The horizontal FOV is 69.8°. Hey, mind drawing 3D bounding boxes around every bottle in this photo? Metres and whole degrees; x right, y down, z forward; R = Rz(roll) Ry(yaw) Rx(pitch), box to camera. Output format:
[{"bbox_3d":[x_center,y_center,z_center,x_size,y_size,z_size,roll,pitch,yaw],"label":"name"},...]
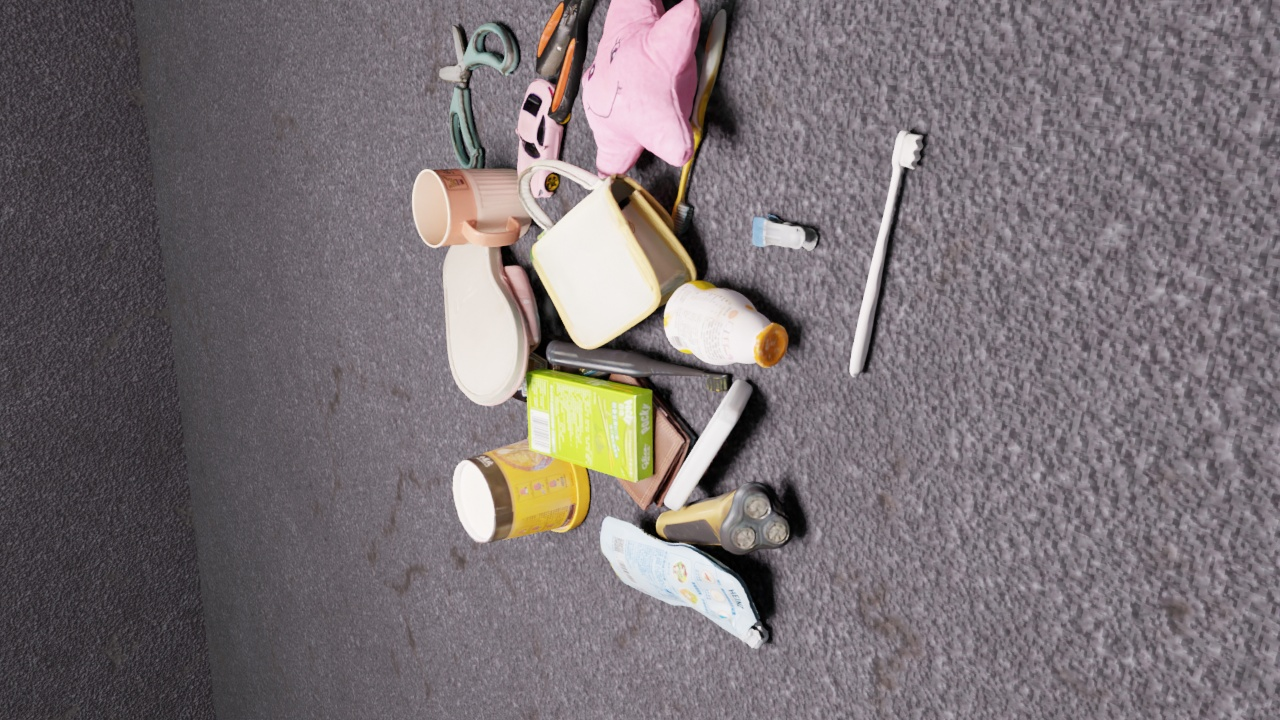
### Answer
[{"bbox_3d":[0.070,-0.026,0.749,0.108,0.063,0.063,25,118,47],"label":"bottle"},{"bbox_3d":[-0.131,0.006,1.033,0.195,0.044,0.080,9,102,52],"label":"bottle"}]

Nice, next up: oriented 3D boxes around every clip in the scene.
[{"bbox_3d":[0.113,-0.099,0.715,0.058,0.036,0.026,22,114,51],"label":"clip"}]

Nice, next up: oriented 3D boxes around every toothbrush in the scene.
[{"bbox_3d":[0.172,-0.070,0.648,0.016,0.016,0.180,27,119,39],"label":"toothbrush"},{"bbox_3d":[0.050,-0.195,0.771,0.018,0.016,0.192,31,123,31],"label":"toothbrush"},{"bbox_3d":[-0.005,0.005,0.862,0.213,0.026,0.027,10,104,38],"label":"toothbrush"}]

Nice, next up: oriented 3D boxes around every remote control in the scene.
[{"bbox_3d":[0.059,0.076,0.800,0.020,0.055,0.136,31,129,4],"label":"remote control"}]

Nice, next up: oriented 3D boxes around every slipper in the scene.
[{"bbox_3d":[-0.165,-0.053,1.015,0.114,0.054,0.274,-44,43,20],"label":"slipper"}]

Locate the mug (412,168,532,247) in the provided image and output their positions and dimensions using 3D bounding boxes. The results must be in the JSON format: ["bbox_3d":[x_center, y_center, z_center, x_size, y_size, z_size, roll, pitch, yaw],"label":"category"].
[{"bbox_3d":[-0.173,-0.160,0.991,0.114,0.105,0.082,45,131,36],"label":"mug"}]

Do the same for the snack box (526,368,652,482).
[{"bbox_3d":[-0.052,0.060,0.899,0.157,0.026,0.086,9,106,43],"label":"snack box"}]

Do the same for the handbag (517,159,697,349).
[{"bbox_3d":[-0.042,-0.114,0.840,0.178,0.063,0.164,59,145,-2],"label":"handbag"}]

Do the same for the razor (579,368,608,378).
[{"bbox_3d":[-0.066,-0.043,0.949,0.043,0.028,0.132,-25,79,20],"label":"razor"}]

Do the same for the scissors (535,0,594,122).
[{"bbox_3d":[-0.050,-0.320,0.833,0.221,0.021,0.227,-16,65,63],"label":"scissors"}]

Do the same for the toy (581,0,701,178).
[{"bbox_3d":[-0.005,-0.244,0.779,0.195,0.074,0.178,12,103,63],"label":"toy"}]

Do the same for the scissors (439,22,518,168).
[{"bbox_3d":[-0.185,-0.298,1.044,0.172,0.019,0.170,12,110,49],"label":"scissors"}]

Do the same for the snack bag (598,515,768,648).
[{"bbox_3d":[0.039,0.204,0.855,0.191,0.038,0.110,7,124,52],"label":"snack bag"}]

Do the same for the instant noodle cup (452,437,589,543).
[{"bbox_3d":[-0.135,0.143,1.015,0.119,0.114,0.118,19,114,49],"label":"instant noodle cup"}]

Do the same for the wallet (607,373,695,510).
[{"bbox_3d":[-0.002,0.070,0.896,0.124,0.032,0.101,50,131,31],"label":"wallet"}]

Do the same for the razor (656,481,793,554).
[{"bbox_3d":[0.064,0.143,0.806,0.062,0.067,0.168,52,150,-9],"label":"razor"}]

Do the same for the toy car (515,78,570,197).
[{"bbox_3d":[-0.105,-0.227,0.945,0.056,0.037,0.123,41,130,41],"label":"toy car"}]
